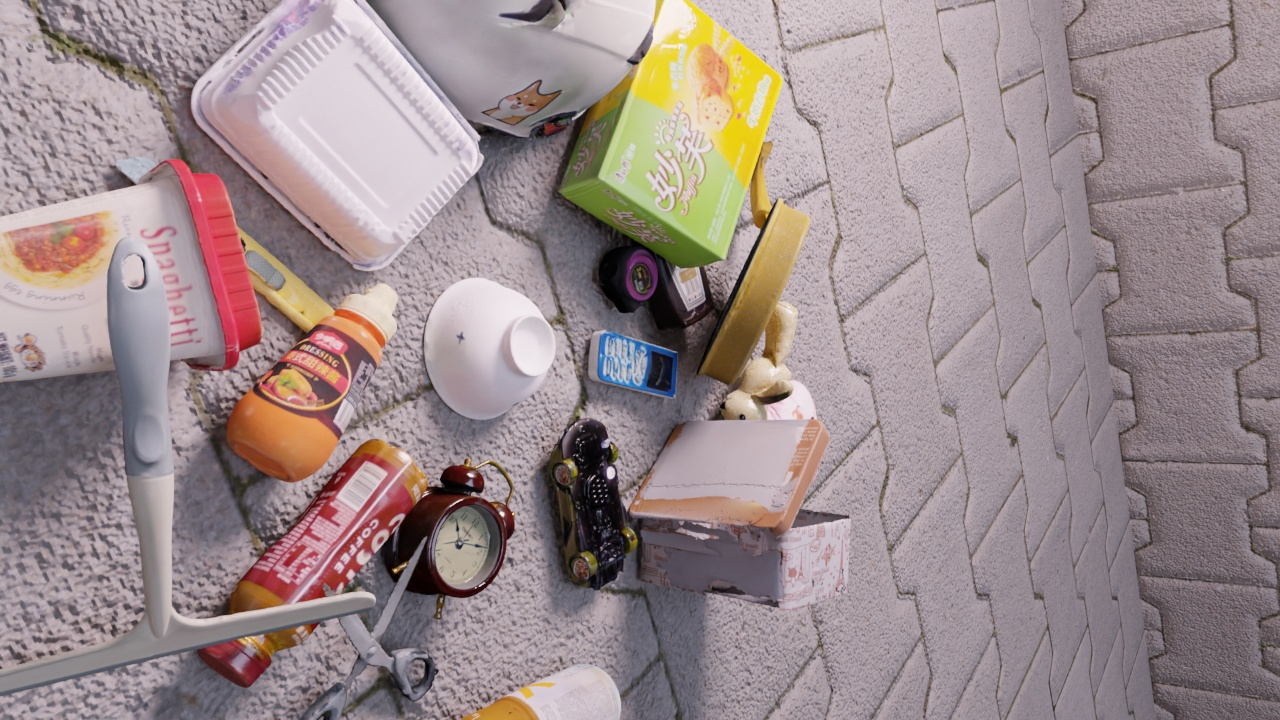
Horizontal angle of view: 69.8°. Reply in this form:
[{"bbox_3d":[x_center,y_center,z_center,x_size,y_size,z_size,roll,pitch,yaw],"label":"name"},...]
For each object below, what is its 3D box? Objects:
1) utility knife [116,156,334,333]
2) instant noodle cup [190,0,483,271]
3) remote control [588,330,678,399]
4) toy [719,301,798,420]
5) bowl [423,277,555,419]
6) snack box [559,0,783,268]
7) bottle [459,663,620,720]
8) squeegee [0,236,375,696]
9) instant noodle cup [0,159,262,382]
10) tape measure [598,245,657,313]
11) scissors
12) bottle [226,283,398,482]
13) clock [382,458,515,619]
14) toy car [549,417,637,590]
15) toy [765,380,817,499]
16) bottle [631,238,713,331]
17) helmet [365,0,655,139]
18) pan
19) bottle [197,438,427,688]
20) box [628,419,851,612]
[{"bbox_3d":[-0.253,-0.057,0.613,0.216,0.022,0.030,46,50,-34],"label":"utility knife"},{"bbox_3d":[-0.190,-0.153,0.619,0.138,0.060,0.173,-49,126,-10],"label":"instant noodle cup"},{"bbox_3d":[-0.005,0.005,0.900,0.124,0.024,0.049,16,76,-48],"label":"remote control"},{"bbox_3d":[0.134,0.011,1.012,0.066,0.105,0.157,19,90,-21],"label":"toy"},{"bbox_3d":[-0.108,-0.011,0.744,0.118,0.065,0.118,5,84,-51],"label":"bowl"},{"bbox_3d":[0.034,-0.214,0.863,0.157,0.070,0.209,28,73,-32],"label":"snack box"},{"bbox_3d":[-0.095,0.302,0.738,0.189,0.068,0.068,-5,91,-51],"label":"bottle"},{"bbox_3d":[-0.249,0.061,0.468,0.246,0.039,0.247,-5,113,-33],"label":"squeegee"},{"bbox_3d":[-0.290,-0.041,0.496,0.124,0.117,0.116,-17,102,-37],"label":"instant noodle cup"},{"bbox_3d":[-0.013,-0.081,0.884,0.057,0.039,0.057,-55,128,-31],"label":"tape measure"},{"bbox_3d":[-0.183,0.201,0.634,0.179,0.014,0.159,-61,150,-2],"label":"scissors"},{"bbox_3d":[-0.209,0.007,0.614,0.067,0.067,0.149,51,54,-36],"label":"bottle"},{"bbox_3d":[-0.140,0.130,0.702,0.121,0.055,0.082,-54,127,-34],"label":"clock"},{"bbox_3d":[-0.046,0.129,0.829,0.070,0.042,0.158,-18,103,-50],"label":"toy car"},{"bbox_3d":[0.182,0.104,1.105,0.121,0.054,0.159,-48,131,-40],"label":"toy"},{"bbox_3d":[0.022,-0.131,0.927,0.079,0.044,0.195,-34,113,-50],"label":"bottle"},{"bbox_3d":[-0.081,-0.297,0.705,0.273,0.157,0.230,-7,94,-43],"label":"helmet"},{"bbox_3d":[0.124,-0.128,0.993,0.198,0.078,0.356,113,2,-48],"label":"pan"},{"bbox_3d":[-0.215,0.131,0.610,0.174,0.058,0.057,-55,128,-37],"label":"bottle"},{"bbox_3d":[0.095,0.136,0.896,0.151,0.183,0.174,6,87,-51],"label":"box"}]
